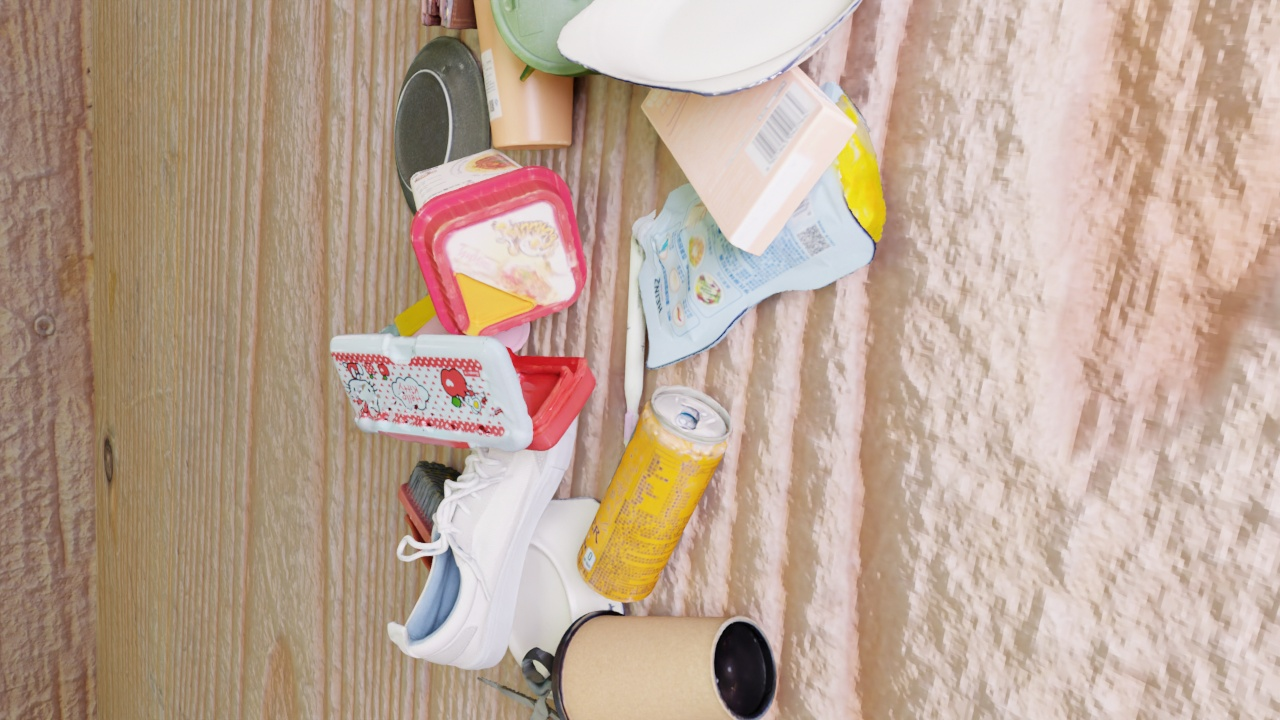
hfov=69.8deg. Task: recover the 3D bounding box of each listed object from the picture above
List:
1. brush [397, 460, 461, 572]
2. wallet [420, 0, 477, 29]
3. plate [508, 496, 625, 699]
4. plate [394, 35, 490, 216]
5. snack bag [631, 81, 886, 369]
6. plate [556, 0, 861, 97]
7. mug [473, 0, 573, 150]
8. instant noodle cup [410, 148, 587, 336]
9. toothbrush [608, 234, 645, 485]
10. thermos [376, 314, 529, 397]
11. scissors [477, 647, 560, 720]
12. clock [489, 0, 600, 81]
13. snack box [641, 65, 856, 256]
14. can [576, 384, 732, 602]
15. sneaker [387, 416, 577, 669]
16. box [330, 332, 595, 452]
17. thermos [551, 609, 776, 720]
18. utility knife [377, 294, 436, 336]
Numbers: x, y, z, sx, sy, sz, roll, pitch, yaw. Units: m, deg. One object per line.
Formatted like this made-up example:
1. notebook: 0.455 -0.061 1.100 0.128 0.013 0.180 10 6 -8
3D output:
1. brush: -0.179 0.140 0.816 0.146 0.063 0.069 27 99 59
2. wallet: -0.128 -0.306 0.702 0.032 0.124 0.101 13 111 11
3. plate: -0.072 0.193 0.723 0.165 0.034 0.163 -18 79 51
4. plate: -0.194 -0.209 0.850 0.180 0.024 0.179 4 95 51
5. snack bag: 0.057 -0.072 0.544 0.192 0.038 0.110 -29 71 48
6. plate: 0.052 -0.191 0.488 0.164 0.034 0.164 -48 47 -14
7. mug: -0.083 -0.220 0.678 0.078 0.078 0.123 9 103 50
8. instant noodle cup: -0.114 -0.095 0.687 0.124 0.116 0.117 -128 21 -51
9. toothbrush: -0.004 0.004 0.640 0.020 0.029 0.189 -78 -9 -85
10. thermos: -0.168 0.006 0.809 0.087 0.067 0.199 52 137 -5
11. scissors: -0.072 0.274 0.716 0.159 0.014 0.182 32 141 24
12. clock: -0.020 -0.242 0.584 0.161 0.056 0.116 -4 96 26
13. snack box: 0.053 -0.137 0.515 0.085 0.026 0.157 -54 38 27
14. can: 0.007 0.090 0.600 0.058 0.058 0.146 48 127 37
15. sneaker: -0.124 0.110 0.694 0.090 0.090 0.242 9 80 50
16. box: -0.140 0.010 0.656 0.202 0.095 0.101 1 136 41
17. thermos: 0.012 0.202 0.586 0.144 0.092 0.093 -21 76 40
18. utility knife: -0.216 -0.044 0.893 0.224 0.015 0.033 -21 76 47
